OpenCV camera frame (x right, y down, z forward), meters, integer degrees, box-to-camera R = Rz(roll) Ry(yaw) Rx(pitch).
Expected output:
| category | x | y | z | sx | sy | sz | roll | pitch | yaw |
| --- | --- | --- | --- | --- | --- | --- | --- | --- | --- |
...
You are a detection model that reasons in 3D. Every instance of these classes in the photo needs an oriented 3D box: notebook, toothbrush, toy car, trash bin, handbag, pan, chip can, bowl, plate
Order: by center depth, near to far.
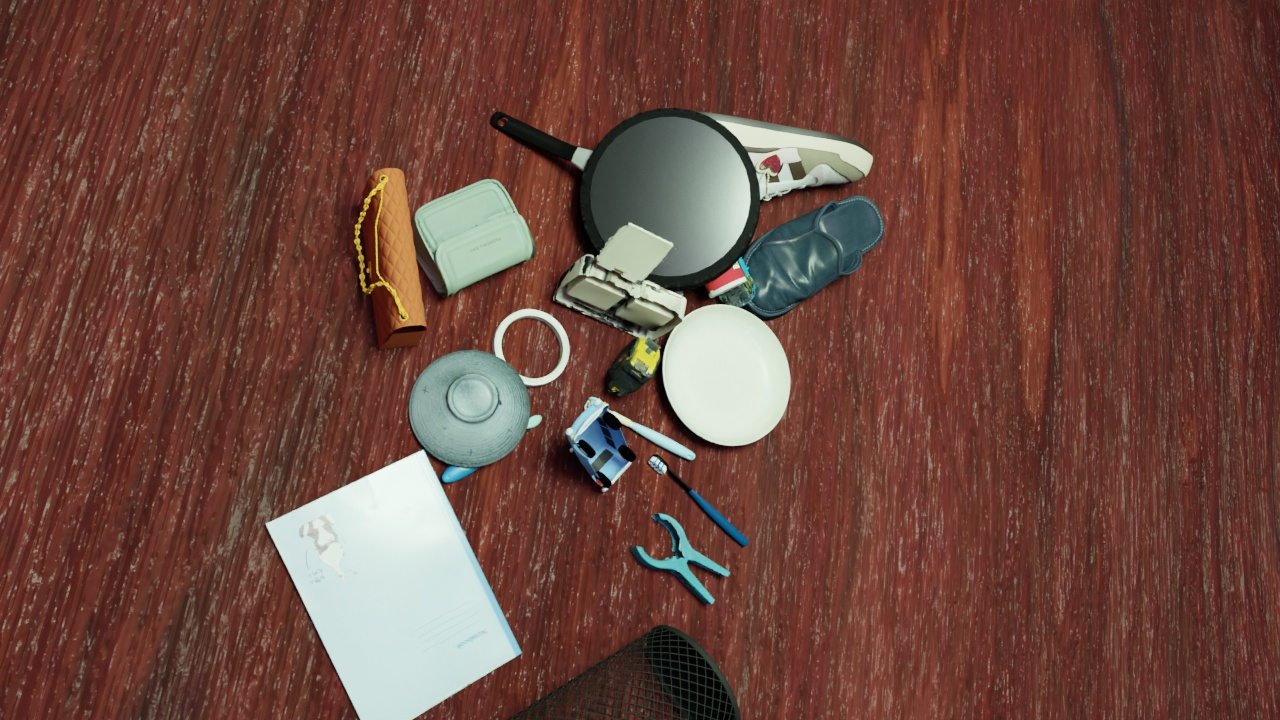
| category | x | y | z | sx | sy | sz | roll | pitch | yaw |
| --- | --- | --- | --- | --- | --- | --- | --- | --- | --- |
| trash bin | -0.018 | 0.399 | 0.966 | 0.209 | 0.185 | 0.184 | -29 | 90 | -31 |
| notebook | -0.259 | 0.246 | 0.984 | 0.180 | 0.009 | 0.253 | -26 | 90 | -25 |
| handbag | -0.275 | -0.108 | 1.001 | 0.060 | 0.109 | 0.171 | -7 | 81 | -24 |
| bowl | -0.188 | 0.047 | 1.019 | 0.137 | 0.057 | 0.137 | 3 | 74 | -12 |
| toy car | -0.048 | 0.095 | 1.043 | 0.055 | 0.153 | 0.056 | 35 | 72 | 28 |
| toothbrush | -0.170 | 0.101 | 1.053 | 0.135 | 0.017 | 0.022 | -33 | 93 | -23 |
| handbag | -0.197 | -0.144 | 1.066 | 0.121 | 0.067 | 0.106 | -29 | 92 | -26 |
| toothbrush | 0.001 | 0.086 | 1.126 | 0.155 | 0.016 | 0.022 | 28 | 101 | -14 |
| pan | -0.024 | -0.226 | 1.126 | 0.356 | 0.034 | 0.225 | 26 | 90 | 0 |
| toothbrush | 0.074 | 0.175 | 1.138 | 0.167 | 0.014 | 0.014 | 44 | 54 | -9 |
| chip can | 0.066 | -0.187 | 1.166 | 0.051 | 0.052 | 0.214 | -25 | 89 | -26 |
| plate | 0.105 | 0.020 | 1.175 | 0.182 | 0.034 | 0.182 | 5 | 76 | -22 |
| toy car | 0.117 | -0.119 | 1.206 | 0.032 | 0.048 | 0.105 | -11 | 76 | -61 |

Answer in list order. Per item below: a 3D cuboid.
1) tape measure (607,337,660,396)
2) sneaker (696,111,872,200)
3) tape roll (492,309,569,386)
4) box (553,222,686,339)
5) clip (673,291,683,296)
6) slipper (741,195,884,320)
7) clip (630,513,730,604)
| category | x | y | z | sx | sy | sz | roll | pitch | yaw |
| --- | --- | --- | --- | --- | --- | --- | --- | --- | --- |
| tape measure | -0.007 | 0.006 | 1.110 | 0.042 | 0.072 | 0.072 | 34 | 45 | -10 |
| sneaker | 0.181 | -0.253 | 1.242 | 0.293 | 0.112 | 0.116 | 5 | 98 | -23 |
| tape roll | -0.130 | -0.015 | 1.095 | 0.093 | 0.013 | 0.093 | 5 | 76 | -22 |
| box | -0.003 | -0.090 | 1.072 | 0.143 | 0.185 | 0.044 | 23 | 65 | -22 |
| clip | 0.041 | -0.125 | 1.176 | 0.059 | 0.052 | 0.101 | 24 | 68 | -30 |
| slipper | 0.243 | -0.153 | 1.245 | 0.265 | 0.084 | 0.109 | -32 | 93 | -21 |
| clip | 0.037 | 0.251 | 1.099 | 0.119 | 0.030 | 0.130 | -36 | 93 | -30 |
